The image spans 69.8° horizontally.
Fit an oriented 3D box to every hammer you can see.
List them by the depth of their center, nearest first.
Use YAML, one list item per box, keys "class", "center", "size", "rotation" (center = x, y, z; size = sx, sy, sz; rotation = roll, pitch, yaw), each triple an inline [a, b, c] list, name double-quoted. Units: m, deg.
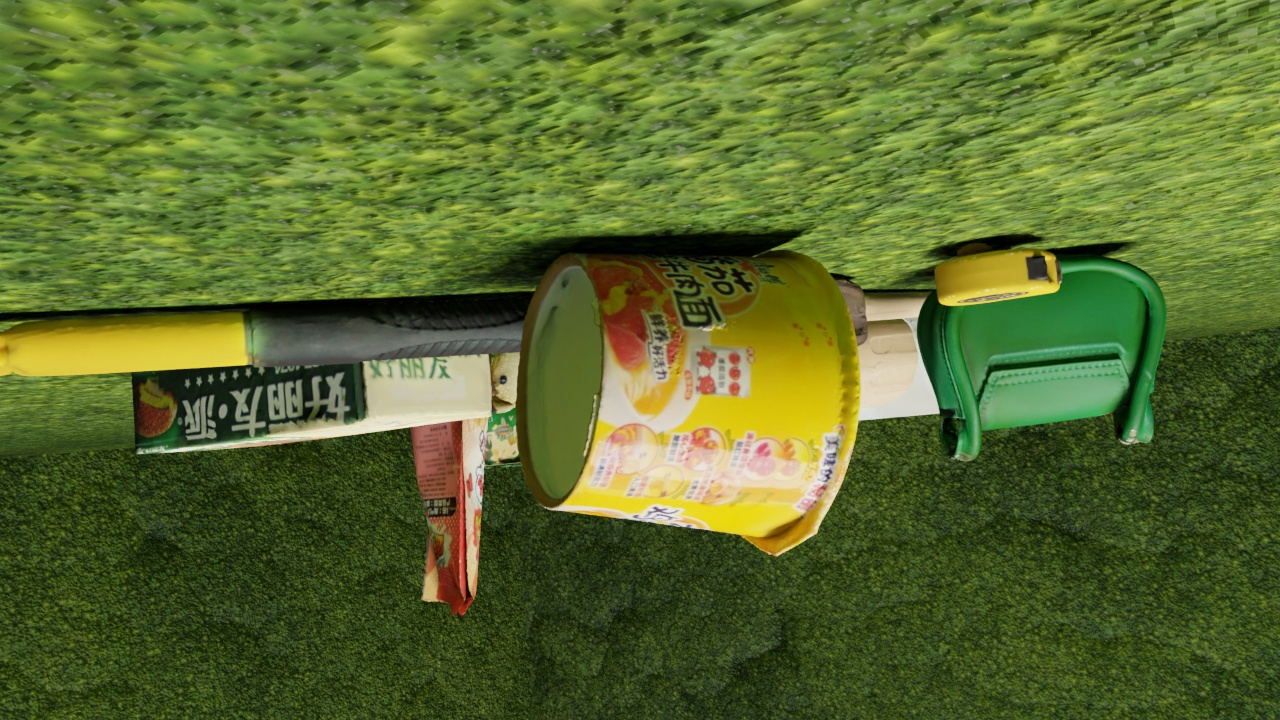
- class: "hammer"
  center: [-0.185, -0.011, 0.438]
  size: [0.300, 0.033, 0.129]
  rotation: [-4, 177, -23]

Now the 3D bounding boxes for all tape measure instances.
- class: "tape measure"
  center: [0.185, -0.047, 0.484]
  size: [0.060, 0.029, 0.057]
  rotation: [-9, 176, 36]

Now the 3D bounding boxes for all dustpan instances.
- class: "dustpan"
  center: [0.227, -0.027, 0.969]
  size: [0.223, 0.142, 0.257]
  rotation: [-9, 146, 37]

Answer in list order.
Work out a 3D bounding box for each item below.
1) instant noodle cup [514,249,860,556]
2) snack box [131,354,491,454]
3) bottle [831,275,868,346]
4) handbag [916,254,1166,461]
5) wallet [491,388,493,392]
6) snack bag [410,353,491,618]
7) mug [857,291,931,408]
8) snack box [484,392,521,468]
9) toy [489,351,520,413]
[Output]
- class: "instant noodle cup"
  center: [0.012, 0.012, 0.405]
  size: [0.109, 0.138, 0.138]
  rotation: [5, 172, -25]
- class: "snack box"
  center: [-0.226, 0.022, 0.620]
  size: [0.241, 0.063, 0.114]
  rotation: [-8, 175, 33]
- class: "bottle"
  center: [0.044, -0.018, 0.594]
  size: [0.195, 0.044, 0.079]
  rotation: [-8, 175, 38]
- class: "handbag"
  center: [0.242, -0.003, 0.556]
  size: [0.131, 0.120, 0.068]
  rotation: [-8, -178, 4]
- class: "wallet"
  center: [-0.207, 0.024, 0.928]
  size: [0.119, 0.035, 0.130]
  rotation: [-1, 178, 21]
- class: "snack bag"
  center: [-0.154, 0.095, 0.737]
  size: [0.073, 0.207, 0.129]
  rotation: [1, 172, -24]
- class: "mug"
  center: [0.154, -0.012, 0.684]
  size: [0.103, 0.084, 0.125]
  rotation: [-5, 150, -33]
- class: "snack box"
  center: [-0.143, 0.065, 1.036]
  size: [0.118, 0.105, 0.117]
  rotation: [-6, 177, 20]
- class: "toy"
  center: [-0.045, 0.004, 0.708]
  size: [0.157, 0.066, 0.105]
  rotation: [-11, -143, 15]
